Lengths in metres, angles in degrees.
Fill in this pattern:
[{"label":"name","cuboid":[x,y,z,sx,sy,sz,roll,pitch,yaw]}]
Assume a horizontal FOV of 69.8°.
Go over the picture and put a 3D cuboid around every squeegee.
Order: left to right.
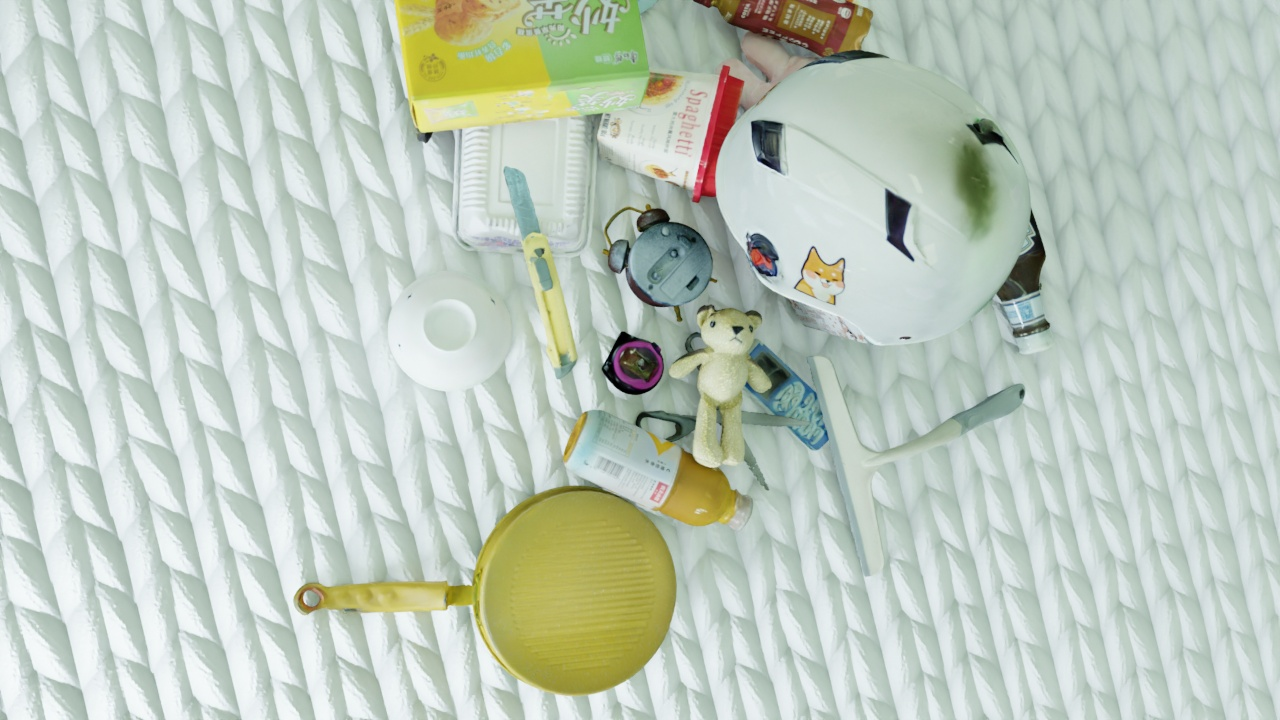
[{"label":"squeegee","cuboid":[0.315,0.073,0.955,0.246,0.039,0.246,-20,102,-17]}]

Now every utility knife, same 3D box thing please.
[{"label":"utility knife","cuboid":[-0.094,-0.080,0.868,0.031,0.022,0.216,-22,112,-18]}]

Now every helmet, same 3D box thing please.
[{"label":"helmet","cuboid":[0.200,-0.150,0.757,0.274,0.157,0.229,42,78,6]}]

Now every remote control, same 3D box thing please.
[{"label":"remote control","cuboid":[0.148,0.037,0.942,0.125,0.024,0.049,44,81,-2]}]

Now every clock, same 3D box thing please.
[{"label":"clock","cuboid":[0.017,-0.101,0.908,0.122,0.055,0.082,43,81,-5]}]

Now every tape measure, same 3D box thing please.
[{"label":"tape measure","cuboid":[-0.005,0.005,0.907,0.058,0.039,0.057,31,82,-8]}]

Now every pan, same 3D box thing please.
[{"label":"pan","cuboid":[-0.141,0.220,0.870,0.357,0.078,0.197,1,85,-17]}]

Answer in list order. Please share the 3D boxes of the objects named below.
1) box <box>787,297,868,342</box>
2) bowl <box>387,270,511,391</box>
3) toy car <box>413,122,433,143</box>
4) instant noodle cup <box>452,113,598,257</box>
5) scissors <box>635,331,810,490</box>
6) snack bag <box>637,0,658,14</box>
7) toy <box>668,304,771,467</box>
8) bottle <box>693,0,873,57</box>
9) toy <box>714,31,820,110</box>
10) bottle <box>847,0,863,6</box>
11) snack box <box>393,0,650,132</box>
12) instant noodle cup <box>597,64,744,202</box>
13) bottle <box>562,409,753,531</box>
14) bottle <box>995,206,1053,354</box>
[{"label":"box","cuboid":[0.207,-0.147,0.899,0.182,0.152,0.174,-39,113,-11]},{"label":"bowl","cuboid":[-0.179,-0.030,0.863,0.118,0.065,0.118,0,88,-10]},{"label":"toy car","cuboid":[-0.193,-0.284,0.869,0.042,0.070,0.158,13,84,-9]},{"label":"instant noodle cup","cuboid":[-0.108,-0.188,0.875,0.138,0.060,0.173,3,97,-10]},{"label":"scissors","cuboid":[0.084,0.051,0.923,0.179,0.014,0.159,1,91,-3]},{"label":"snack bag","cuboid":[-0.050,-0.350,0.915,0.110,0.039,0.191,33,86,-16]},{"label":"toy","cuboid":[0.080,0.025,0.881,0.105,0.066,0.157,6,83,-9]},{"label":"bottle","cuboid":[0.140,-0.350,0.917,0.175,0.057,0.057,19,84,-1]},{"label":"toy","cuboid":[0.157,-0.272,0.943,0.159,0.054,0.121,40,76,4]},{"label":"bottle","cuboid":[0.180,-0.386,0.952,0.149,0.067,0.066,37,81,-15]},{"label":"snack box","cuboid":[-0.107,-0.298,0.808,0.210,0.070,0.157,-9,84,-9]},{"label":"instant noodle cup","cuboid":[0.028,-0.228,0.894,0.124,0.116,0.116,14,85,2]},{"label":"bottle","cuboid":[0.019,0.112,0.892,0.189,0.068,0.068,26,83,-9]},{"label":"bottle","cuboid":[0.398,-0.103,0.988,0.079,0.044,0.195,-19,92,-11]}]
